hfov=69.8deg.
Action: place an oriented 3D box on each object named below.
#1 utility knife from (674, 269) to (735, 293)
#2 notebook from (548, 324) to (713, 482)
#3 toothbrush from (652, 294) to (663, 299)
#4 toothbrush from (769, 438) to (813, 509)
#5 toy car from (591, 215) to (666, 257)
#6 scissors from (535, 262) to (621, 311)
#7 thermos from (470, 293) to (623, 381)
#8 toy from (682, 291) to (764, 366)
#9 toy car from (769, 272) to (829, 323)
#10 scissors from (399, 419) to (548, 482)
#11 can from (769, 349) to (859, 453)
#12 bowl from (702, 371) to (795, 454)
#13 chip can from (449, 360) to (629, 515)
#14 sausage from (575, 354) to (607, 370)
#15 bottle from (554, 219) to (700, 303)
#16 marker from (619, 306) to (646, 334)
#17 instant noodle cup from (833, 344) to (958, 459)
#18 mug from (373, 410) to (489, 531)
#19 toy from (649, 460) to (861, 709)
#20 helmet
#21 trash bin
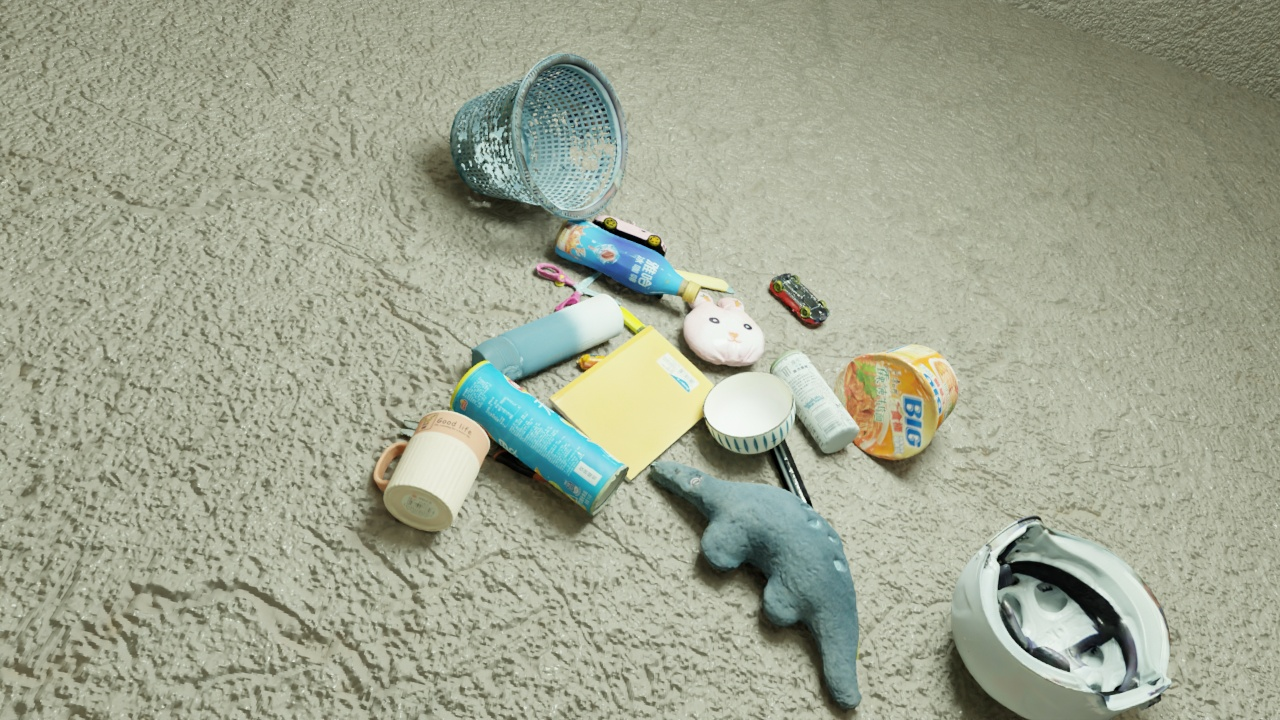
[{"bbox_3d":[0.071,-0.126,1.401,0.162,0.018,0.030,7,50,-14],"label":"utility knife"},{"bbox_3d":[0.000,0.049,1.180,0.146,0.010,0.205,44,50,10],"label":"notebook"},{"bbox_3d":[-0.045,-0.143,1.374,0.186,0.012,0.017,34,50,12],"label":"toothbrush"},{"bbox_3d":[0.201,0.180,1.149,0.027,0.026,0.212,-20,52,4],"label":"toothbrush"},{"bbox_3d":[-0.018,-0.183,1.393,0.122,0.056,0.037,22,50,-2],"label":"toy car"},{"bbox_3d":[-0.091,-0.101,1.312,0.133,0.017,0.135,21,39,-7],"label":"scissors"},{"bbox_3d":[-0.119,-0.024,1.188,0.219,0.070,0.070,-26,62,-39],"label":"thermos"},{"bbox_3d":[0.115,-0.050,1.323,0.121,0.054,0.159,9,37,-15],"label":"toy"},{"bbox_3d":[0.248,-0.094,1.432,0.049,0.031,0.106,-24,59,-37],"label":"toy car"},{"bbox_3d":[-0.170,0.091,1.090,0.206,0.015,0.193,39,47,16],"label":"scissors"},{"bbox_3d":[0.237,0.055,1.261,0.058,0.058,0.146,-9,52,-30],"label":"can"},{"bbox_3d":[0.143,0.076,1.182,0.116,0.066,0.116,-10,42,9],"label":"bowl"},{"bbox_3d":[-0.116,0.088,1.051,0.210,0.071,0.071,35,45,11],"label":"chip can"},{"bbox_3d":[-0.007,0.007,1.234,0.165,0.022,0.021,4,46,-19],"label":"sausage"},{"bbox_3d":[-0.017,-0.140,1.332,0.219,0.065,0.065,26,43,7],"label":"bottle"},{"bbox_3d":[0.012,-0.031,1.287,0.124,0.015,0.018,42,47,15],"label":"marker"},{"bbox_3d":[0.358,0.049,1.263,0.151,0.152,0.111,45,39,21],"label":"instant noodle cup"},{"bbox_3d":[-0.235,0.119,0.995,0.115,0.082,0.105,1,42,16],"label":"mug"},{"bbox_3d":[0.154,0.220,1.054,0.137,0.091,0.356,-38,65,-13],"label":"toy"},{"bbox_3d":[0.458,0.310,1.040,0.258,0.146,0.229,-8,52,-39],"label":"helmet"},{"bbox_3d":[-0.162,-0.317,1.339,0.195,0.227,0.225,6,28,41],"label":"trash bin"}]
